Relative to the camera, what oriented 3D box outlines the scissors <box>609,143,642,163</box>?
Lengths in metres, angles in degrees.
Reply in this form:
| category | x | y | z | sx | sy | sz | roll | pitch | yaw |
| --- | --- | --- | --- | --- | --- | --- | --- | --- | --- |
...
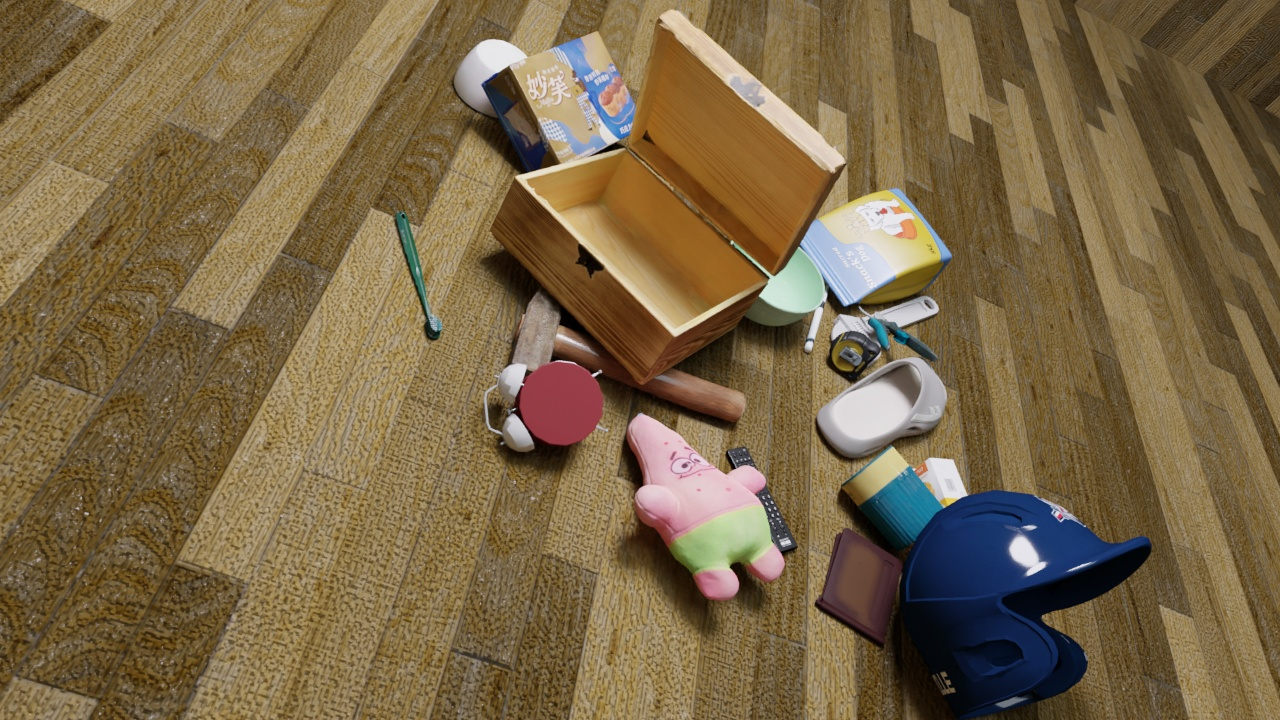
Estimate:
| category | x | y | z | sx | sy | sz | roll | pitch | yaw |
| --- | --- | --- | --- | --- | --- | --- | --- | --- | --- |
| scissors | -0.009 | -0.230 | 1.331 | 0.215 | 0.016 | 0.225 | -18 | 65 | -38 |

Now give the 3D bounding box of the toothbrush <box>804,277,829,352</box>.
| category | x | y | z | sx | sy | sz | roll | pitch | yaw |
| --- | --- | --- | --- | --- | --- | --- | --- | --- | --- |
| toothbrush | 0.262 | -0.075 | 1.359 | 0.017 | 0.012 | 0.186 | 21 | 45 | 5 |

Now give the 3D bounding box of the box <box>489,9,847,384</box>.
| category | x | y | z | sx | sy | sz | roll | pitch | yaw |
| --- | --- | --- | --- | --- | --- | --- | --- | --- | --- |
| box | 0.055 | -0.207 | 1.102 | 0.279 | 0.324 | 0.283 | 44 | 38 | 13 |

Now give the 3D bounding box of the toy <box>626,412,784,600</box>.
| category | x | y | z | sx | sy | sz | roll | pitch | yaw |
| --- | --- | --- | --- | --- | --- | --- | --- | --- | --- |
| toy | 0.060 | 0.148 | 1.009 | 0.191 | 0.097 | 0.236 | -7 | 50 | -43 |

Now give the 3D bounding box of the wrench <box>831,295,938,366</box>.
| category | x | y | z | sx | sy | sz | roll | pitch | yaw |
| --- | --- | --- | --- | --- | --- | --- | --- | --- | --- |
| wrench | 0.384 | -0.051 | 1.405 | 0.272 | 0.018 | 0.086 | -17 | 64 | -39 |

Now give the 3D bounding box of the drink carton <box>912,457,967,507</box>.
| category | x | y | z | sx | sy | sz | roll | pitch | yaw |
| --- | --- | --- | --- | --- | --- | --- | --- | --- | --- |
| drink carton | 0.388 | 0.188 | 1.180 | 0.040 | 0.059 | 0.122 | 7 | 51 | -24 |

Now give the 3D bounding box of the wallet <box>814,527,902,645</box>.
| category | x | y | z | sx | sy | sz | roll | pitch | yaw |
| --- | --- | --- | --- | --- | --- | --- | --- | --- | --- |
| wallet | 0.258 | 0.263 | 1.078 | 0.091 | 0.018 | 0.115 | 32 | 47 | -3 |

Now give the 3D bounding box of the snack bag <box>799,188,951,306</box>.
| category | x | y | z | sx | sy | sz | roll | pitch | yaw |
| --- | --- | --- | --- | --- | --- | --- | --- | --- | --- |
| snack bag | 0.354 | -0.169 | 1.433 | 0.204 | 0.102 | 0.159 | -18 | 64 | -26 |

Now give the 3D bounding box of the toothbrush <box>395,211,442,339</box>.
| category | x | y | z | sx | sy | sz | roll | pitch | yaw |
| --- | --- | --- | --- | --- | --- | --- | --- | --- | --- |
| toothbrush | -0.263 | -0.105 | 1.085 | 0.016 | 0.017 | 0.189 | -3 | 56 | -31 |

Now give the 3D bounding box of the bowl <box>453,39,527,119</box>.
| category | x | y | z | sx | sy | sz | roll | pitch | yaw |
| --- | --- | --- | --- | --- | --- | --- | --- | --- | --- |
| bowl | -0.207 | -0.414 | 1.335 | 0.116 | 0.066 | 0.116 | 16 | 48 | -18 |

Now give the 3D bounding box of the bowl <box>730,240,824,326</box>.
| category | x | y | z | sx | sy | sz | roll | pitch | yaw |
| --- | --- | --- | --- | --- | --- | --- | --- | --- | --- |
| bowl | 0.176 | -0.105 | 1.288 | 0.150 | 0.077 | 0.150 | 15 | 48 | -18 |

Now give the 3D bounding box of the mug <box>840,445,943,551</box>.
| category | x | y | z | sx | sy | sz | roll | pitch | yaw |
| --- | --- | --- | --- | --- | --- | --- | --- | --- | --- |
| mug | 0.323 | 0.168 | 1.150 | 0.107 | 0.083 | 0.113 | 50 | 27 | 14 |

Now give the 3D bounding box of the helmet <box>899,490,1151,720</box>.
| category | x | y | z | sx | sy | sz | roll | pitch | yaw |
| --- | --- | --- | --- | --- | --- | --- | --- | --- | --- |
| helmet | 0.418 | 0.246 | 1.007 | 0.232 | 0.273 | 0.222 | 29 | 39 | -53 |

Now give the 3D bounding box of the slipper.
| category | x | y | z | sx | sy | sz | roll | pitch | yaw |
| --- | --- | --- | --- | --- | --- | --- | --- | --- | --- |
| slipper | 0.350 | 0.049 | 1.259 | 0.265 | 0.081 | 0.113 | -18 | 62 | -38 |

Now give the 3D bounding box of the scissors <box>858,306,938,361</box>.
| category | x | y | z | sx | sy | sz | roll | pitch | yaw |
| --- | --- | --- | --- | --- | --- | --- | --- | --- | --- |
| scissors | 0.359 | -0.038 | 1.321 | 0.154 | 0.019 | 0.124 | 37 | 29 | 31 |

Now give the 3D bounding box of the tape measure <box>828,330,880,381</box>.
| category | x | y | z | sx | sy | sz | roll | pitch | yaw |
| --- | --- | --- | --- | --- | --- | --- | --- | --- | --- |
| tape measure | 0.296 | -0.010 | 1.289 | 0.061 | 0.062 | 0.034 | 35 | 32 | 4 |

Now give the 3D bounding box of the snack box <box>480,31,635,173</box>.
| category | x | y | z | sx | sy | sz | roll | pitch | yaw |
| --- | --- | --- | --- | --- | --- | --- | --- | --- | --- |
| snack box | -0.105 | -0.362 | 1.305 | 0.202 | 0.069 | 0.155 | -40 | 107 | -44 |

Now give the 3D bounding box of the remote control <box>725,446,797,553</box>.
| category | x | y | z | sx | sy | sz | roll | pitch | yaw |
| --- | --- | --- | --- | --- | --- | --- | --- | --- | --- |
| remote control | 0.144 | 0.165 | 1.097 | 0.030 | 0.009 | 0.140 | -7 | 58 | -33 |

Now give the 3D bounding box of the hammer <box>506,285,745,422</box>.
| category | x | y | z | sx | sy | sz | roll | pitch | yaw |
| --- | --- | --- | --- | --- | --- | --- | --- | --- | --- |
| hammer | -0.007 | 0.007 | 1.124 | 0.300 | 0.037 | 0.157 | 21 | 47 | -13 |

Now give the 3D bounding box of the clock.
| category | x | y | z | sx | sy | sz | roll | pitch | yaw |
| --- | --- | --- | --- | --- | --- | --- | --- | --- | --- |
| clock | -0.102 | 0.049 | 1.006 | 0.137 | 0.048 | 0.096 | -5 | 84 | -16 |
